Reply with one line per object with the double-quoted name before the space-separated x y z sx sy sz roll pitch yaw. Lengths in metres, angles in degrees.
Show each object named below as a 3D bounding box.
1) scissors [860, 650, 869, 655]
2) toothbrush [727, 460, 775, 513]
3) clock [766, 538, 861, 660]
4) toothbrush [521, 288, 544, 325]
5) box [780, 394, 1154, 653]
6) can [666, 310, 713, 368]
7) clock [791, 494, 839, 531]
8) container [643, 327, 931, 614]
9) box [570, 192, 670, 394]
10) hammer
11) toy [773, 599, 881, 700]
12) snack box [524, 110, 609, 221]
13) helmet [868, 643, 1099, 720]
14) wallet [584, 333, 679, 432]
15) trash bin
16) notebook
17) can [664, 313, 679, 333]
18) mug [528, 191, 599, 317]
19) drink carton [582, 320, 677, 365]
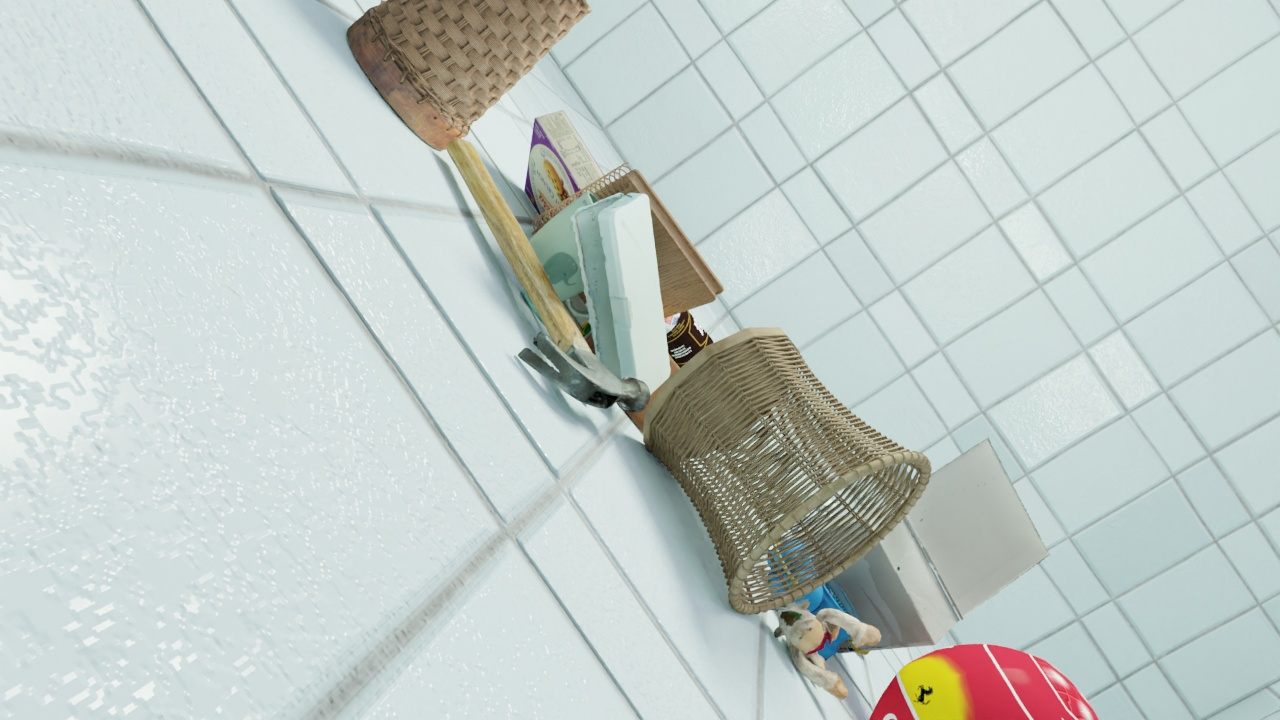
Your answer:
"scissors" 0.267 0.343 1.299 0.226 0.016 0.225 54 11 -5
"toothbrush" 0.135 0.153 1.305 0.184 0.016 0.015 52 4 -8
"clock" 0.194 0.272 1.062 0.161 0.060 0.116 49 12 -26
"toothbrush" -0.075 -0.017 0.862 0.135 0.017 0.022 59 10 19
"box" 0.382 0.211 1.097 0.167 0.413 0.149 63 14 2
"can" 0.056 -0.039 1.387 0.128 0.072 0.072 46 14 -44
"clock" 0.284 0.267 1.444 0.057 0.083 0.117 30 28 -53
"container" 0.132 0.101 0.904 0.196 0.227 0.227 54 8 32
"box" -0.010 -0.060 0.882 0.070 0.085 0.199 35 -39 53
"hammer" -0.108 -0.091 0.851 0.132 0.033 0.330 15 38 -54
"toy" 0.182 0.280 0.942 0.106 0.085 0.074 42 -7 -17
"snack box" -0.088 -0.205 1.133 0.143 0.040 0.148 59 -24 18
"helmet" 0.374 0.419 0.967 0.271 0.225 0.197 49 12 -23
"wallet" -0.006 0.006 0.969 0.013 0.087 0.121 -10 -56 53
"trash bin" -0.162 -0.332 0.917 0.151 0.210 0.151 54 10 -14
"notebook" -0.023 -0.116 1.019 0.169 0.022 0.211 52 -32 -15
"can" 0.006 -0.074 1.249 0.078 0.078 0.136 58 10 12
"mug" -0.061 -0.097 0.934 0.111 0.104 0.084 52 11 -15
"drink carton" -0.005 -0.004 1.024 0.122 0.058 0.041 52 11 -19
